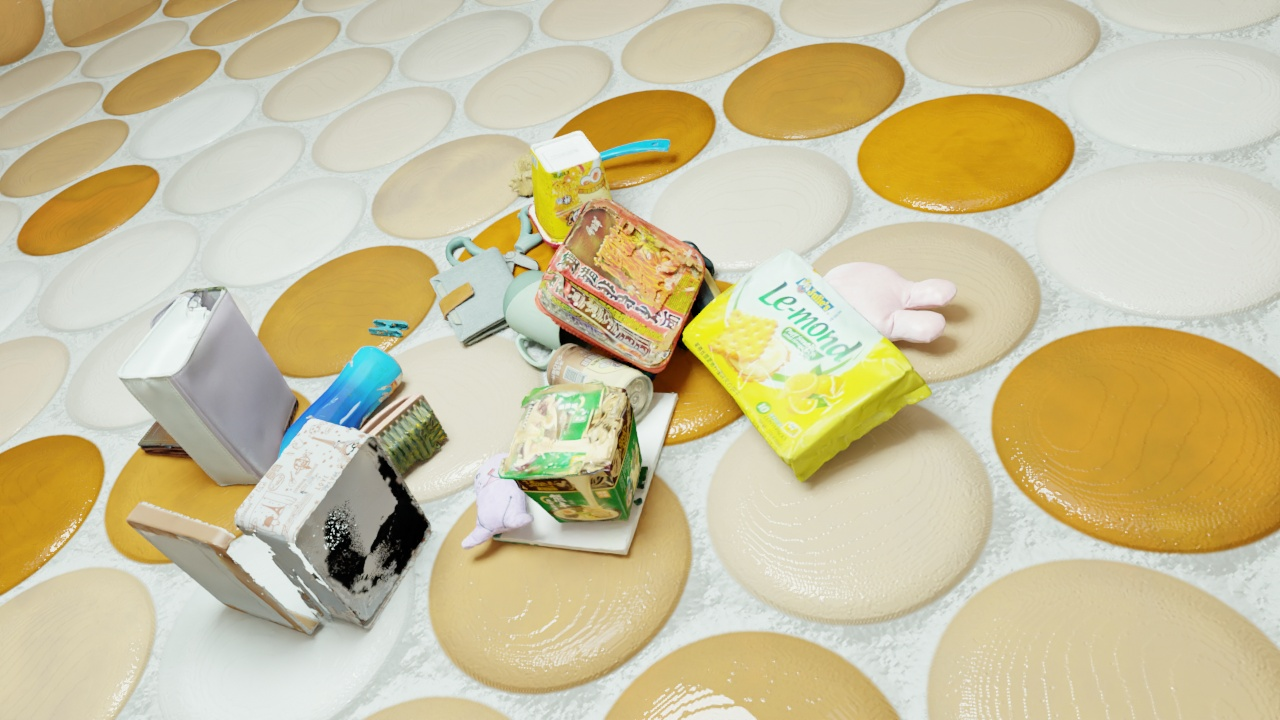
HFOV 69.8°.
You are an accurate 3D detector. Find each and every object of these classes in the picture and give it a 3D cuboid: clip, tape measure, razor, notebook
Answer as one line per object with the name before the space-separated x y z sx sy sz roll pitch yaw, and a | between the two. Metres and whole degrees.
clip | -0.337 -0.044 1.225 0.057 0.014 0.045 4 50 20
tape measure | -0.006 0.006 1.059 0.058 0.025 0.054 -25 43 -6
razor | 0.079 -0.075 1.098 0.067 0.062 0.167 0 43 -27
notebook | -0.056 0.110 0.982 0.150 0.012 0.208 2 47 22

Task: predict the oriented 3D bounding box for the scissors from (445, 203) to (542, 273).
scissors | -0.205 -0.162 1.295 0.181 0.019 0.169 -4 47 14

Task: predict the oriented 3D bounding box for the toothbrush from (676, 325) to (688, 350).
toothbrush | -0.016 -0.063 1.130 0.213 0.026 0.027 28 73 38

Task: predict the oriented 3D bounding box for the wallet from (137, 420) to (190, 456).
wallet | -0.574 0.070 1.181 0.101 0.032 0.124 1 46 22

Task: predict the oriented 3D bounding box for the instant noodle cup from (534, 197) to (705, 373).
instant noodle cup | -0.026 -0.080 1.036 0.164 0.079 0.188 30 55 -8

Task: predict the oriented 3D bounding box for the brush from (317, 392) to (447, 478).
brush | -0.293 0.101 1.035 0.073 0.063 0.145 32 65 34

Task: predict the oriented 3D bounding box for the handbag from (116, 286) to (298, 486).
handbag | -0.491 0.032 1.070 0.098 0.197 0.144 -1 46 16

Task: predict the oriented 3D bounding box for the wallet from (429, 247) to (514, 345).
wallet | -0.213 -0.087 1.201 0.106 0.037 0.129 -27 51 -7

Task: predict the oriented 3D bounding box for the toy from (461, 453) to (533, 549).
toy | -0.147 0.141 0.949 0.084 0.039 0.107 -25 42 12

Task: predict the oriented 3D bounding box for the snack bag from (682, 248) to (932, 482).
snack bag | 0.160 0.000 0.954 0.158 0.068 0.246 -37 50 2

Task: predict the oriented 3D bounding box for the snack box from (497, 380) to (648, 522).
snack box | -0.058 0.100 0.906 0.118 0.106 0.118 -5 43 20

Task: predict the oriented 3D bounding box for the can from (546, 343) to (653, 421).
can | -0.047 0.024 1.016 0.116 0.058 0.058 22 57 37

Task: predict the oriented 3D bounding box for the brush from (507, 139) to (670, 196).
brush | -0.079 -0.295 1.358 0.255 0.046 0.083 -9 41 18

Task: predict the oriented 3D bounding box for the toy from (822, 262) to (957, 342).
toy | 0.261 -0.058 1.011 0.160 0.054 0.121 10 57 33

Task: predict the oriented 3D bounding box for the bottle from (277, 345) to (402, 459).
bottle | -0.368 0.077 1.079 0.065 0.065 0.218 13 52 28

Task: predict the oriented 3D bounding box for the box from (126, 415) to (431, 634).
box | -0.343 0.159 0.910 0.198 0.181 0.157 8 52 24

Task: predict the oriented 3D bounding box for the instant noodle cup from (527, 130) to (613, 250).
instant noodle cup | -0.093 -0.231 1.238 0.116 0.124 0.116 -21 47 -13

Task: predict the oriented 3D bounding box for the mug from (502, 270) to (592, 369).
mug | -0.114 -0.047 1.116 0.106 0.082 0.111 23 89 34
